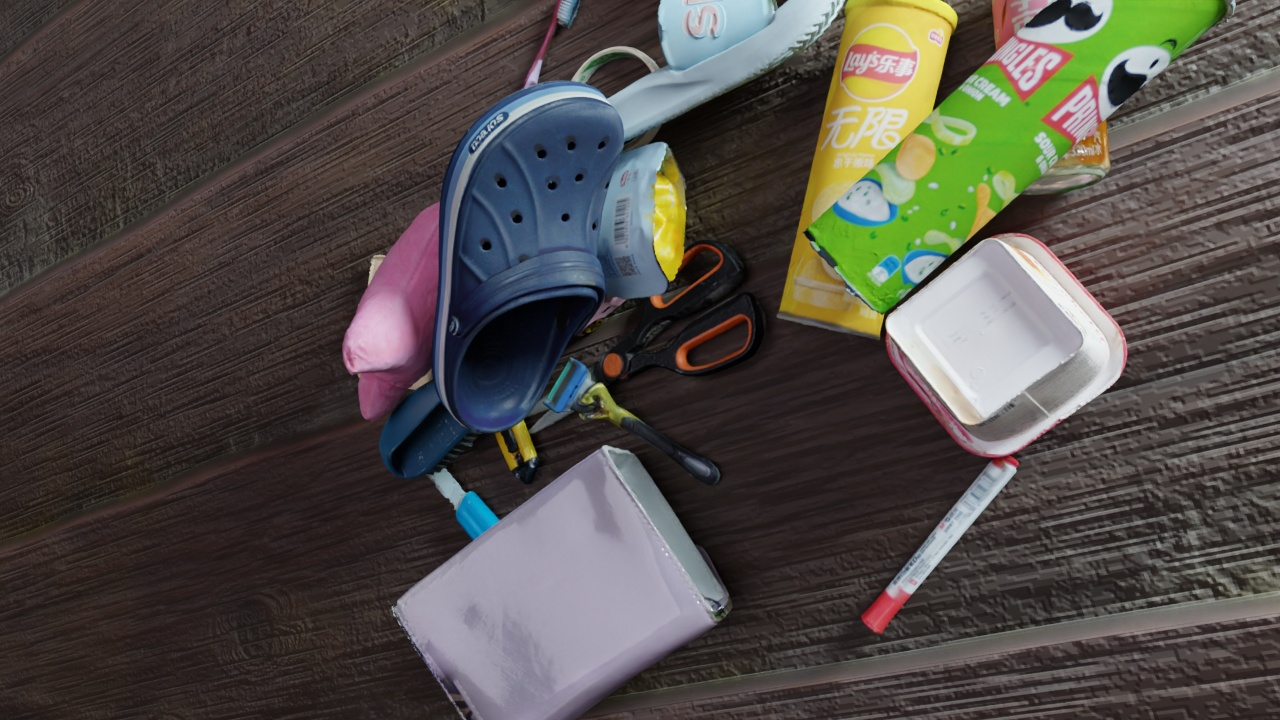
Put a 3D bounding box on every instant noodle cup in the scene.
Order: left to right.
[{"bbox_3d":[0.206,-0.012,0.534,0.117,0.124,0.116,-41,71,19],"label":"instant noodle cup"}]

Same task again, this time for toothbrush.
[{"bbox_3d":[-0.091,-0.216,0.755,0.017,0.016,0.188,26,99,15],"label":"toothbrush"}]

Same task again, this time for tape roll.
[{"bbox_3d":[-0.019,-0.201,0.718,0.086,0.013,0.085,-1,87,26],"label":"tape roll"}]

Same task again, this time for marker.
[{"bbox_3d":[0.193,0.119,0.595,0.017,0.017,0.145,41,105,23],"label":"marker"}]

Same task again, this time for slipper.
[{"bbox_3d":[-0.076,-0.055,0.605,0.095,0.105,0.253,41,121,40],"label":"slipper"},{"bbox_3d":[0.027,-0.210,0.634,0.246,0.103,0.074,-23,102,21],"label":"slipper"}]

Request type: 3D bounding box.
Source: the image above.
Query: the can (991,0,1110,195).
[{"bbox_3d":[0.248,-0.179,0.557,0.058,0.057,0.147,-5,86,26],"label":"can"}]

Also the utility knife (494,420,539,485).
[{"bbox_3d":[-0.119,0.030,0.754,0.033,0.015,0.156,-36,71,37],"label":"utility knife"}]

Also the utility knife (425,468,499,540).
[{"bbox_3d":[-0.127,0.138,0.754,0.225,0.018,0.034,45,100,21],"label":"utility knife"}]

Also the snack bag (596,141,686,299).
[{"bbox_3d":[-0.051,-0.091,0.678,0.191,0.038,0.110,-5,90,41],"label":"snack bag"}]

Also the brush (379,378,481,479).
[{"bbox_3d":[-0.161,0.044,0.727,0.144,0.073,0.055,-42,68,26],"label":"brush"}]

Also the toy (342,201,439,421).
[{"bbox_3d":[-0.161,-0.047,0.670,0.074,0.194,0.179,26,133,0],"label":"toy"}]

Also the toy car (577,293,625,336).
[{"bbox_3d":[-0.026,-0.069,0.704,0.123,0.037,0.056,-40,70,21],"label":"toy car"}]

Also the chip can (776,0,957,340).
[{"bbox_3d":[0.145,-0.124,0.599,0.072,0.072,0.213,15,94,27],"label":"chip can"}]

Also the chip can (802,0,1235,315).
[{"bbox_3d":[0.198,-0.126,0.505,0.236,0.072,0.072,-43,70,16],"label":"chip can"}]

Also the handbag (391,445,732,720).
[{"bbox_3d":[-0.053,0.174,0.657,0.197,0.098,0.145,-37,70,8],"label":"handbag"}]

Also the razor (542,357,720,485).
[{"bbox_3d":[-0.002,0.051,0.684,0.143,0.022,0.043,31,98,10],"label":"razor"}]

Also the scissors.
[{"bbox_3d":[-0.010,-0.015,0.706,0.235,0.021,0.152,-7,80,32],"label":"scissors"}]

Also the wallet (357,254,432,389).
[{"bbox_3d":[-0.213,-0.034,0.804,0.087,0.024,0.115,6,92,28],"label":"wallet"}]
